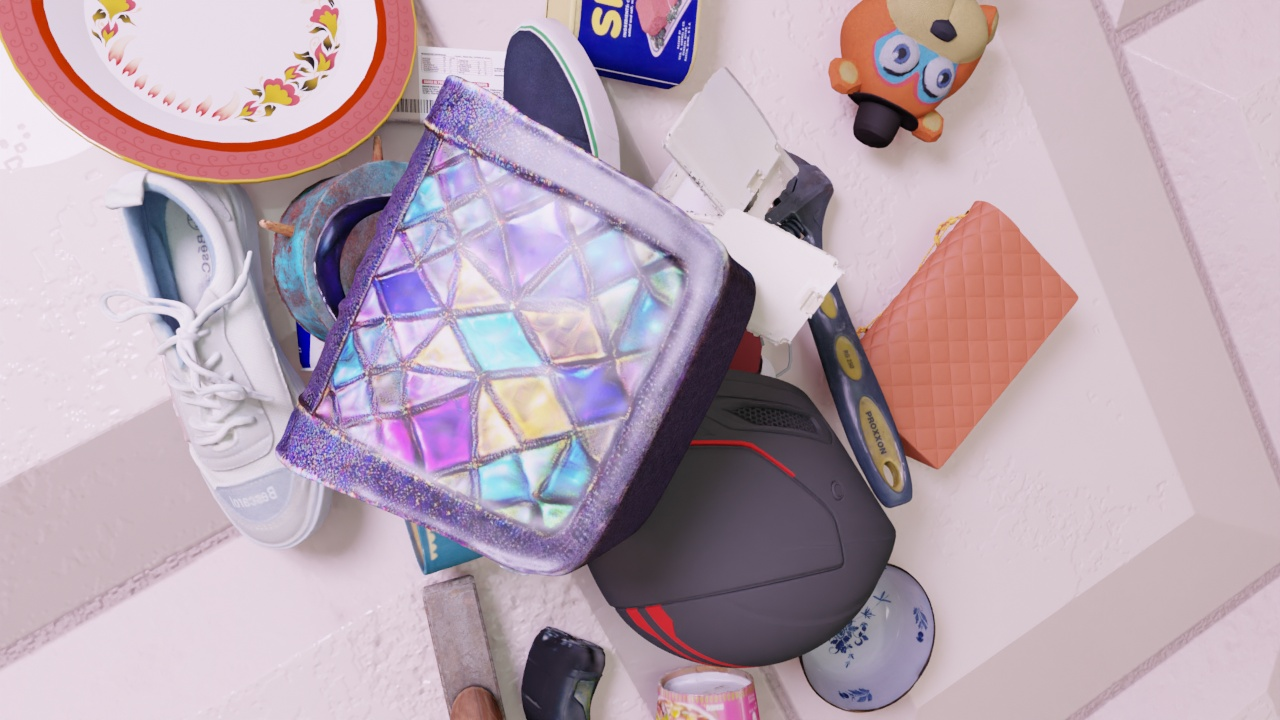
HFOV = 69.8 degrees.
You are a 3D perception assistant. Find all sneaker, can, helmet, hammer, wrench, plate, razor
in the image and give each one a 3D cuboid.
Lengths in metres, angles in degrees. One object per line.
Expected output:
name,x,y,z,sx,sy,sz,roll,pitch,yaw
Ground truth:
sneaker,-0.066,-0.096,0.572,0.078,0.084,0.235,-10,95,-40
sneaker,-0.257,0.004,0.545,0.089,0.090,0.242,-13,95,10
can,-0.011,-0.246,0.616,0.092,0.057,0.116,4,93,-24
helmet,0.060,0.112,0.601,0.264,0.165,0.169,13,66,-39
hammer,-0.083,0.236,0.509,0.037,0.301,0.158,-13,97,-14
wrench,0.136,-0.028,0.655,0.073,0.022,0.273,-17,79,-9
plate,-0.253,-0.209,0.553,0.229,0.021,0.229,6,73,-20
can,-0.208,-0.041,0.595,0.032,0.032,0.095,-5,95,-15
razor,-0.044,0.263,0.657,0.067,0.054,0.151,-21,105,-30

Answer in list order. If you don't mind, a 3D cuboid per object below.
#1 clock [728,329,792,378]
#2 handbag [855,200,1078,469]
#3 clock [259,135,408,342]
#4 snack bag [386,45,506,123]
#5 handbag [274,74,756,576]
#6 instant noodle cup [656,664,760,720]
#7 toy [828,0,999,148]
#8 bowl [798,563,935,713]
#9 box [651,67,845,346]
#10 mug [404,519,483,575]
clock,0.051,-0.008,0.660,0.124,0.044,0.087,-4,95,-15
handbag,0.231,-0.021,0.698,0.109,0.060,0.172,42,86,-19
clock,-0.149,-0.047,0.574,0.121,0.073,0.158,-48,120,-28
snack bag,-0.125,-0.184,0.616,0.157,0.013,0.057,-2,91,-16
handbag,-0.074,-0.017,0.475,0.222,0.125,0.205,27,95,13
instant noodle cup,0.050,0.284,0.661,0.097,0.098,0.108,-3,88,-15
toy,0.200,-0.238,0.665,0.112,0.096,0.176,21,99,-16
bowl,0.164,0.206,0.705,0.114,0.045,0.114,-1,94,-15
box,0.039,-0.098,0.560,0.106,0.193,0.143,40,78,-38
mug,-0.108,0.074,0.613,0.104,0.085,0.112,-14,69,-20
